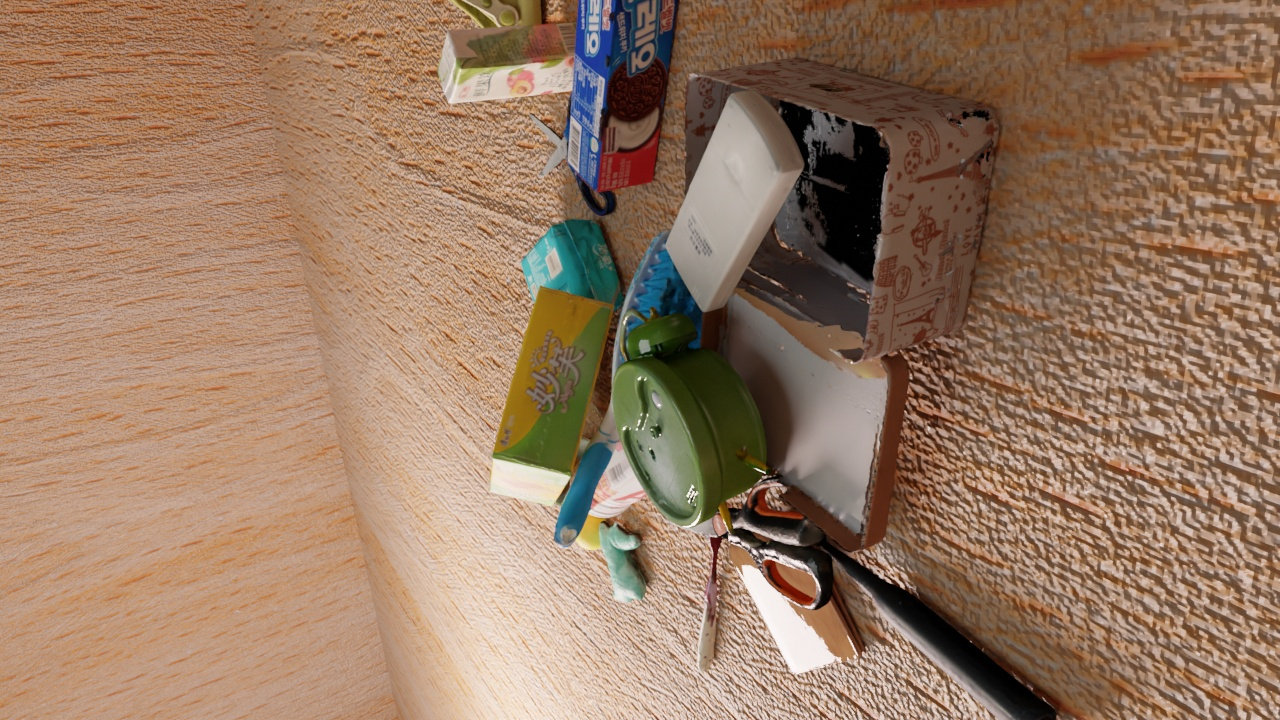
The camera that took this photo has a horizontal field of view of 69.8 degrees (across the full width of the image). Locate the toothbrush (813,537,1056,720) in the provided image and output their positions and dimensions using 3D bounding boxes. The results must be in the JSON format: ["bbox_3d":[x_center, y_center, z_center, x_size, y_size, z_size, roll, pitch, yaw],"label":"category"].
[{"bbox_3d":[0.169,0.159,0.587,0.212,0.026,0.027,40,146,50],"label":"toothbrush"}]

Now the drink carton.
[{"bbox_3d":[-0.111,-0.261,0.797,0.054,0.122,0.045,-44,63,61],"label":"drink carton"}]

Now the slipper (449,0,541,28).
[{"bbox_3d":[-0.140,-0.346,0.857,0.092,0.081,0.191,30,132,52],"label":"slipper"}]

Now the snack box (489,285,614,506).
[{"bbox_3d":[-0.087,0.042,0.849,0.210,0.070,0.157,124,161,-72],"label":"snack box"}]

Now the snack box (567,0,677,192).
[{"bbox_3d":[-0.015,-0.233,0.697,0.057,0.058,0.208,51,146,39],"label":"snack box"}]

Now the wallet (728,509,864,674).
[{"bbox_3d":[0.118,0.180,0.706,0.115,0.020,0.101,64,151,14],"label":"wallet"}]

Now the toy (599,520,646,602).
[{"bbox_3d":[-0.018,0.213,0.976,0.097,0.030,0.092,-29,80,57],"label":"toy"}]

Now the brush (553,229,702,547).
[{"bbox_3d":[-0.009,0.040,0.752,0.109,0.060,0.315,42,119,59],"label":"brush"}]

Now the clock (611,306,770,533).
[{"bbox_3d":[0.024,0.034,0.618,0.161,0.056,0.116,58,153,25],"label":"clock"}]

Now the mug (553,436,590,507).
[{"bbox_3d":[-0.092,0.122,1.023,0.123,0.078,0.078,-9,96,68],"label":"mug"}]

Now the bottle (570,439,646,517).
[{"bbox_3d":[-0.002,0.088,0.841,0.197,0.068,0.068,-45,63,55],"label":"bottle"}]

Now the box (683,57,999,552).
[{"bbox_3d":[0.100,-0.034,0.553,0.177,0.082,0.260,39,136,50],"label":"box"}]

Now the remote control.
[{"bbox_3d":[0.049,-0.085,0.515,0.056,0.019,0.135,62,154,22],"label":"remote control"}]

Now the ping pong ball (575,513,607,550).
[{"bbox_3d":[-0.054,0.190,1.019,0.040,0.040,0.040,39,137,50],"label":"ping pong ball"}]

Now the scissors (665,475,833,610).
[{"bbox_3d":[0.074,0.145,0.718,0.235,0.021,0.148,-48,56,57],"label":"scissors"}]

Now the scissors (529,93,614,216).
[{"bbox_3d":[-0.065,-0.198,0.861,0.162,0.012,0.175,62,153,19],"label":"scissors"}]

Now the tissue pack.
[{"bbox_3d":[-0.069,-0.076,0.895,0.134,0.050,0.093,-27,81,64],"label":"tissue pack"}]

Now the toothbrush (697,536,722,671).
[{"bbox_3d":[0.061,0.216,0.837,0.017,0.016,0.188,-129,34,-53],"label":"toothbrush"}]
